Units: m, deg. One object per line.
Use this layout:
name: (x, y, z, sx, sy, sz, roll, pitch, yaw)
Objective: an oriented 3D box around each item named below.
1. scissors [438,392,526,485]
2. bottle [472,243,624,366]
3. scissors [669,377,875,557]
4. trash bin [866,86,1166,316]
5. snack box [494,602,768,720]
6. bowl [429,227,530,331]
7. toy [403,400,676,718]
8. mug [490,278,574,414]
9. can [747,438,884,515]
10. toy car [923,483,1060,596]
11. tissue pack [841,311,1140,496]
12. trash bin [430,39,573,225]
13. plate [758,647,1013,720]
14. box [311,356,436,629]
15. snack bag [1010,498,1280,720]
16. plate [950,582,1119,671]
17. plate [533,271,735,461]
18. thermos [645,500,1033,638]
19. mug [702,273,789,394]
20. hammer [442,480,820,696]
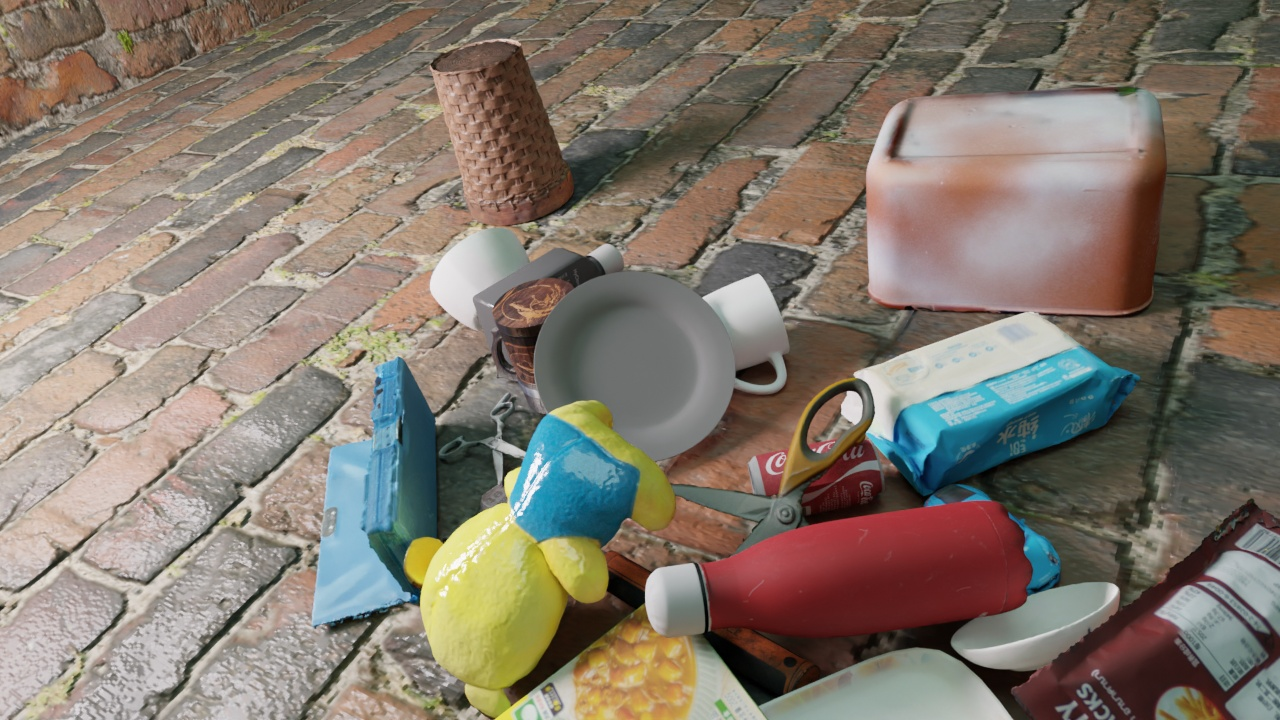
scissors: (-0.125, 0.068, 0.843, 0.142, 0.014, 0.146, -7, 30, 37)
bottle: (-0.090, -0.070, 0.982, 0.173, 0.084, 0.046, -37, 42, -29)
scissors: (0.125, 0.100, 0.662, 0.225, 0.016, 0.228, 17, 62, 9)
trash bin: (0.357, -0.159, 0.884, 0.260, 0.157, 0.181, 5, 41, 24)
snack box: (-0.015, 0.237, 0.567, 0.168, 0.027, 0.132, -37, 40, -8)
bowl: (-0.165, -0.083, 1.007, 0.116, 0.117, 0.065, -31, 69, -22)
toy: (-0.080, 0.129, 0.651, 0.214, 0.084, 0.149, -47, 43, -1)
mug: (-0.104, -0.015, 0.891, 0.116, 0.107, 0.079, 8, 42, 27)
can: (0.136, 0.092, 0.714, 0.096, 0.054, 0.054, -12, 36, 3)
toy car: (0.249, 0.123, 0.652, 0.048, 0.032, 0.105, -26, 39, -16)
tissue pack: (0.279, 0.028, 0.741, 0.209, 0.066, 0.117, -20, 36, -10)
trash bin: (-0.185, -0.307, 1.220, 0.151, 0.210, 0.151, -9, 36, 6)
plate: (0.139, 0.261, 0.511, 0.187, 0.016, 0.187, -21, 40, -6)
box: (-0.242, 0.107, 0.795, 0.112, 0.094, 0.231, -18, 37, -1)
snack bag: (0.322, 0.177, 0.504, 0.207, 0.067, 0.139, -31, 75, -24)
plate: (0.246, 0.168, 0.564, 0.104, 0.104, 0.026, -21, 81, -4)
plate: (-0.005, 0.005, 0.814, 0.178, 0.012, 0.178, 2, 71, -5)
thermos: (0.122, 0.139, 0.585, 0.240, 0.073, 0.073, -7, 36, -6)
mug: (0.090, -0.015, 0.863, 0.087, 0.081, 0.114, -21, 67, 0)
hammer: (-0.001, 0.158, 0.691, 0.315, 0.035, 0.137, 21, 49, 38)
